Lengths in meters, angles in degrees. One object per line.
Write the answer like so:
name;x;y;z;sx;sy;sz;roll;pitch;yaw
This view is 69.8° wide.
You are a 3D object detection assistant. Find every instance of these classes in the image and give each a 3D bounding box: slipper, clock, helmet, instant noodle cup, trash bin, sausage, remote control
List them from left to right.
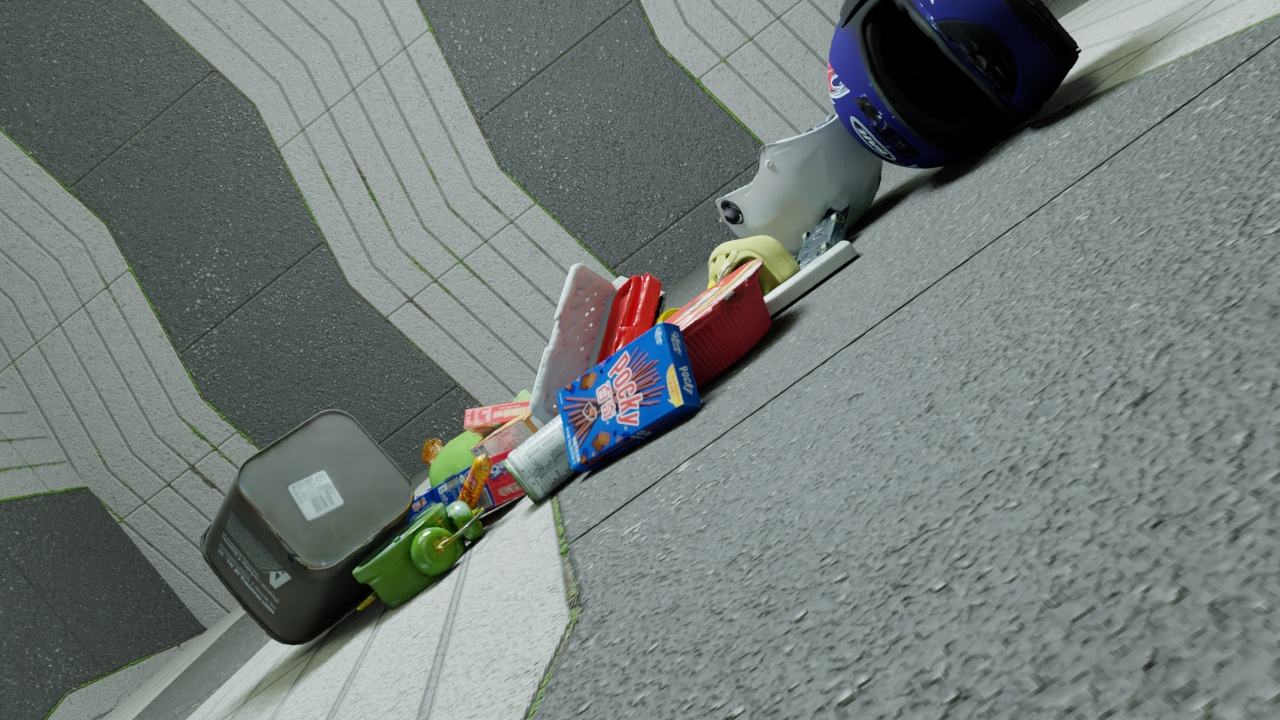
trash bin;-0.383;0.189;1.077;0.198;0.199;0.220;-39;-6;-38
clock;-0.229;0.200;0.969;0.161;0.056;0.116;-35;6;22
sausage;-0.193;0.158;1.020;0.021;0.021;0.166;-43;-15;-52
instant noodle cup;0.065;-0.023;0.947;0.194;0.066;0.193;-37;4;3
slipper;0.122;-0.097;1.114;0.081;0.091;0.191;-43;8;-15
remote control;0.176;-0.085;1.010;0.135;0.019;0.056;-36;5;9
helmet;0.231;-0.229;1.253;0.228;0.146;0.259;-38;-4;-30
helmet;0.335;-0.338;1.045;0.241;0.247;0.314;-45;12;31

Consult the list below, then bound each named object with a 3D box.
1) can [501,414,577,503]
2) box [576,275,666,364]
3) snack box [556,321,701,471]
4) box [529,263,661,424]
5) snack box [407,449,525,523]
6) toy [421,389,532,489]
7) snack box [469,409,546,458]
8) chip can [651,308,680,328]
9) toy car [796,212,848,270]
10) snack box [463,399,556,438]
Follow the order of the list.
can;-0.069;0.081;0.948;0.146;0.058;0.058;-38;5;-11
box;-0.074;0.003;1.360;0.273;0.130;0.178;-46;-1;38
snack box;-0.016;0.037;0.863;0.026;0.084;0.158;13;-36;-44
box;-0.056;-0.017;1.048;0.095;0.101;0.201;-26;44;56
snack box;-0.216;0.169;1.100;0.058;0.057;0.208;-19;-10;-45
toy;-0.218;0.138;1.254;0.247;0.090;0.226;-26;36;30
snack box;-0.144;0.110;1.091;0.026;0.075;0.154;-43;8;-38
chip can;-0.007;0.007;1.141;0.073;0.073;0.217;-41;5;-38
toy car;0.220;-0.137;1.109;0.054;0.037;0.120;-32;17;38
snack box;-0.133;0.074;1.125;0.153;0.025;0.075;-10;-26;25
